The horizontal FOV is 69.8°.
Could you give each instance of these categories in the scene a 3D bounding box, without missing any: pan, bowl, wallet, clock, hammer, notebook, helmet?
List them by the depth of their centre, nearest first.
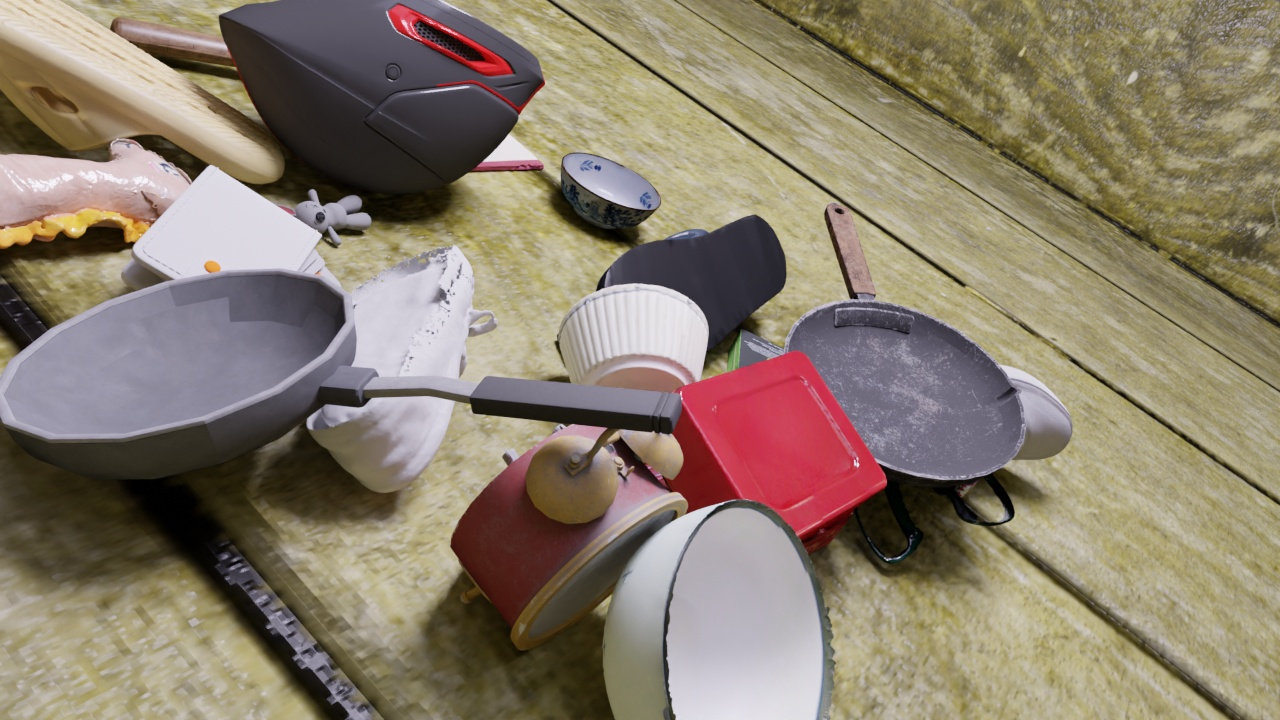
[{"bbox_3d":[-0.154,0.014,0.470,0.358,0.041,0.178,5,32,16],"label":"pan"},{"bbox_3d":[0.034,0.153,0.484,0.153,0.073,0.153,18,67,-48],"label":"bowl"},{"bbox_3d":[-0.037,0.075,0.493,0.081,0.159,0.116,47,35,19],"label":"clock"},{"bbox_3d":[-0.264,-0.063,0.617,0.115,0.038,0.118,34,39,-19],"label":"wallet"},{"bbox_3d":[-0.004,0.004,0.686,0.115,0.116,0.062,15,48,-21],"label":"bowl"},{"bbox_3d":[-0.227,-0.232,0.793,0.264,0.170,0.164,20,7,-30],"label":"helmet"},{"bbox_3d":[0.207,-0.026,0.813,0.207,0.040,0.356,5,43,-10],"label":"pan"},{"bbox_3d":[-0.344,-0.295,0.914,0.321,0.040,0.129,0,36,-36],"label":"hammer"},{"bbox_3d":[-0.221,-0.244,0.974,0.153,0.012,0.208,43,34,22],"label":"notebook"},{"bbox_3d":[-0.038,-0.173,0.981,0.114,0.045,0.114,20,31,-13],"label":"bowl"}]

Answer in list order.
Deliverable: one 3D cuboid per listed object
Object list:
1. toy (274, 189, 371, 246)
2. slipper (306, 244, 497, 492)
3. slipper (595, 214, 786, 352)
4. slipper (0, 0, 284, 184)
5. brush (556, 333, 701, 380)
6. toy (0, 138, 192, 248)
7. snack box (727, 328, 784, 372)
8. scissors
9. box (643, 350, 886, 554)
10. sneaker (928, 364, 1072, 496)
[{"bbox_3d":[-0.260,-0.111,0.722,0.111,0.030,0.049,-27,89,-57],"label":"toy"},{"bbox_3d":[-0.154,-0.008,0.612,0.112,0.075,0.246,-8,33,1],"label":"slipper"},{"bbox_3d":[0.038,-0.064,0.857,0.264,0.084,0.109,-29,99,-48],"label":"slipper"},{"bbox_3d":[-0.403,-0.197,0.697,0.261,0.079,0.111,29,21,-39],"label":"slipper"},{"bbox_3d":[0.001,0.008,0.772,0.151,0.012,0.038,18,31,-20],"label":"brush"},{"bbox_3d":[-0.377,-0.076,0.558,0.263,0.065,0.196,-6,55,-54],"label":"toy"},{"bbox_3d":[0.117,0.032,0.816,0.080,0.025,0.147,25,30,-6],"label":"snack box"},{"bbox_3d":[0.228,0.067,0.763,0.142,0.015,0.209,-5,54,-5],"label":"scissors"},{"bbox_3d":[0.083,0.075,0.643,0.157,0.113,0.134,-13,55,-48],"label":"box"},{"bbox_3d":[0.296,0.073,0.835,0.262,0.097,0.128,7,44,-18],"label":"sneaker"}]
